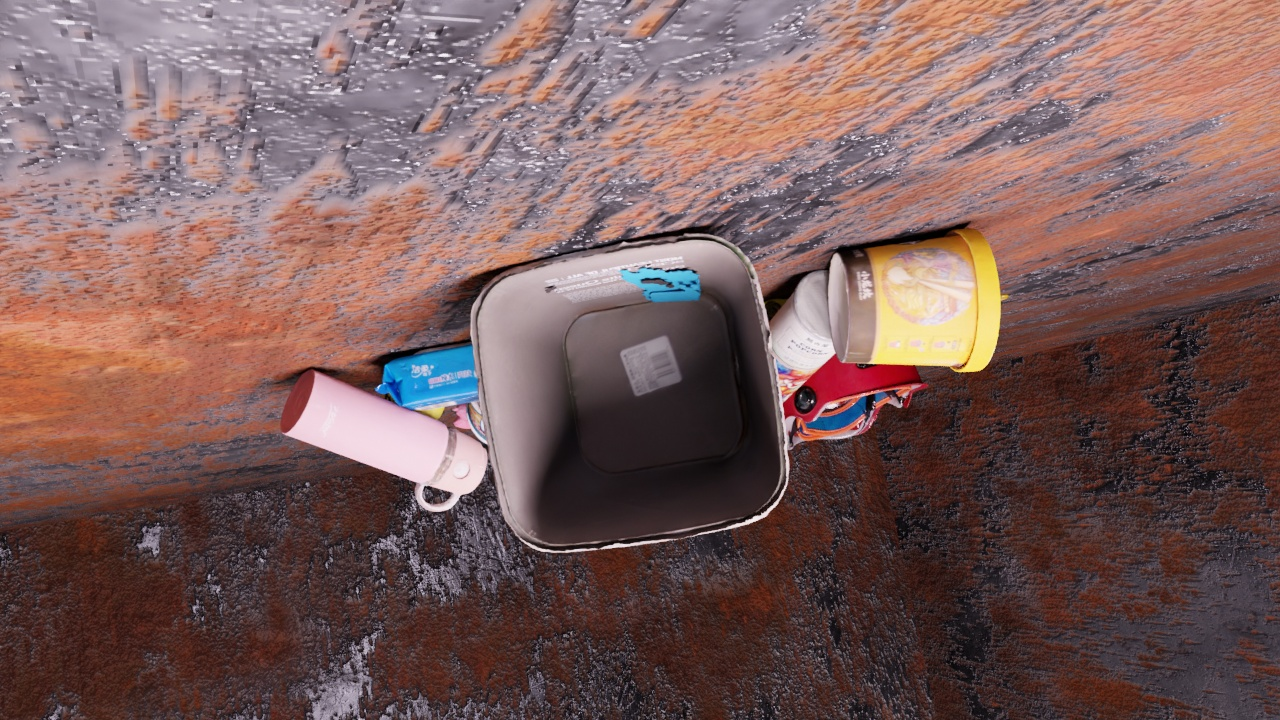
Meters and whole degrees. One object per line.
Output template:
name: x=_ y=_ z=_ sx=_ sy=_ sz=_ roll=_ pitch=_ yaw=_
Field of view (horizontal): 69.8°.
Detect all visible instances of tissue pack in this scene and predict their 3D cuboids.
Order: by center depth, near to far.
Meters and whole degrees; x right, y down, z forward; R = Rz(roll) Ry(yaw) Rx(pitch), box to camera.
tissue pack: x=-0.170 y=0.013 z=0.886 sx=0.157 sy=0.052 sz=0.095 roll=-10 pitch=175 yaw=-6

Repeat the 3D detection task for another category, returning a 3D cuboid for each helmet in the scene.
helmet: x=0.289 y=0.026 z=1.334 sx=0.206 sy=0.143 sz=0.241 roll=-7 pitch=158 yaw=-31

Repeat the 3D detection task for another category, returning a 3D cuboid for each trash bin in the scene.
trash bin: x=0.001 y=0.020 z=0.704 sx=0.199 sy=0.198 sz=0.219 roll=-9 pitch=-179 yaw=6

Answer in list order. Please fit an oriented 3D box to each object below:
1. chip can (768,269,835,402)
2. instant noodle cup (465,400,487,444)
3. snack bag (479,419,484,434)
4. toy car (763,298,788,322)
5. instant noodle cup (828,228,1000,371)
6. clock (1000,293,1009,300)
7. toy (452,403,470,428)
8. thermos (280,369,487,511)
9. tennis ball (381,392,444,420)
chip can: x=0.148 y=-0.010 z=0.916 sx=0.071 sy=0.071 sz=0.215 roll=-8 pitch=160 yaw=-17
instant noodle cup: x=-0.151 y=0.041 z=1.022 sx=0.099 sy=0.099 sz=0.110 roll=-10 pitch=165 yaw=-5
snack bag: x=-0.059 y=0.020 z=0.882 sx=0.191 sy=0.039 sz=0.110 roll=-39 pitch=144 yaw=10
toy car: x=0.170 y=-0.053 z=0.951 sx=0.105 sy=0.032 sz=0.048 roll=0 pitch=168 yaw=11
instant noodle cup: x=0.221 y=-0.047 z=0.762 sx=0.114 sy=0.118 sz=0.118 roll=-4 pitch=173 yaw=3
clock: x=0.331 y=-0.059 z=1.028 sx=0.158 sy=0.060 sz=0.117 roll=-12 pitch=174 yaw=-1
toy: x=-0.157 y=0.059 z=1.176 sx=0.178 sy=0.074 sz=0.195 roll=-4 pitch=171 yaw=-45
thermos: x=-0.249 y=0.084 z=0.899 sx=0.198 sy=0.087 sz=0.067 roll=30 pitch=178 yaw=-35
tennis ball: x=-0.239 y=0.042 z=0.963 sx=0.065 sy=0.065 sz=0.065 roll=-10 pitch=173 yaw=-1
